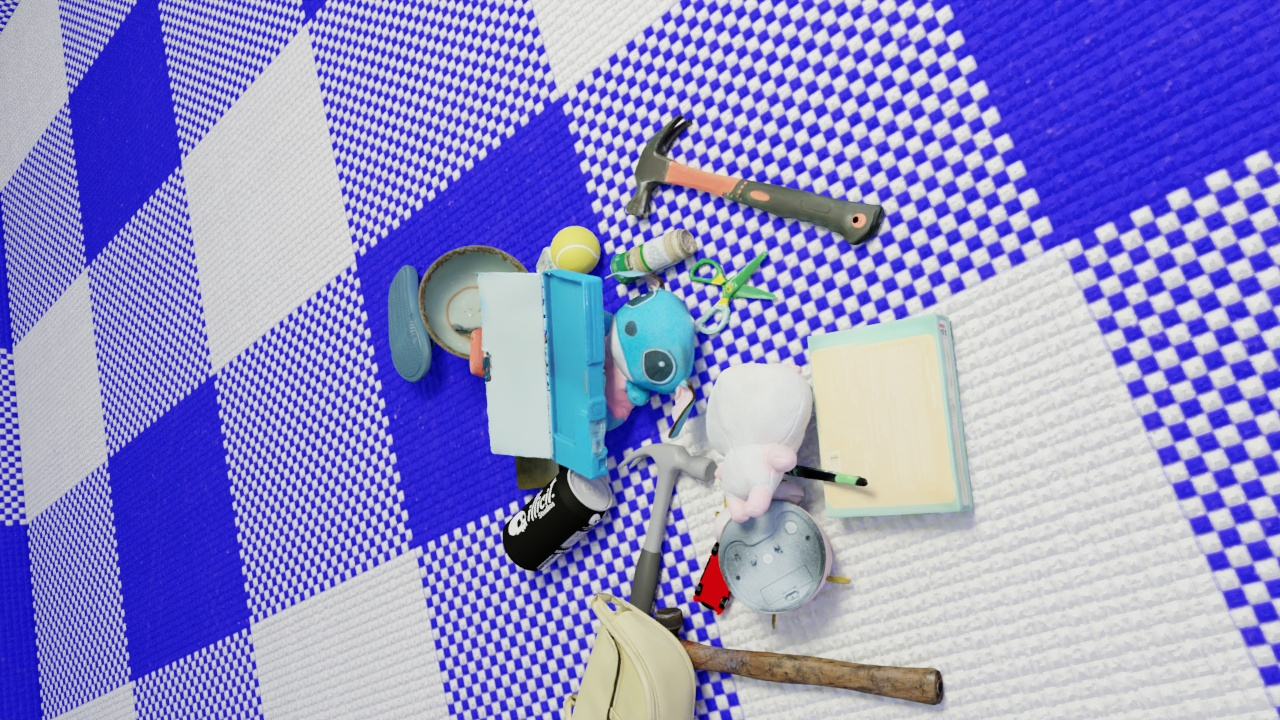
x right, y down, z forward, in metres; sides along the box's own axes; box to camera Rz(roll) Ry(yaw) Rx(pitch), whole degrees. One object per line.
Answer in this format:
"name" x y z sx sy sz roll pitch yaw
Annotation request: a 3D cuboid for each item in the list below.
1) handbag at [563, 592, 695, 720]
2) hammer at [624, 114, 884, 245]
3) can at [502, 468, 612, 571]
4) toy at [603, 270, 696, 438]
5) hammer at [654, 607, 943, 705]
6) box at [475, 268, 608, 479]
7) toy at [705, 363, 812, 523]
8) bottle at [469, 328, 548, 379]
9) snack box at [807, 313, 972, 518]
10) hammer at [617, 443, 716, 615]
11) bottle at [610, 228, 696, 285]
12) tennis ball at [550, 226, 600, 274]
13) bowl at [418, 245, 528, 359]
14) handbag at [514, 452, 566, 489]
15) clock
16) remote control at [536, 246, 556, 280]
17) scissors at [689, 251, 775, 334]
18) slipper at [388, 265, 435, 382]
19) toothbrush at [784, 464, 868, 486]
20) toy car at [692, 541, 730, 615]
"handbag" -0.019 0.404 1.057 0.191 0.088 0.233 34 120 36
"hammer" 0.126 -0.194 1.061 0.333 0.033 0.133 24 100 36
"can" -0.108 0.203 1.177 0.146 0.080 0.080 -44 61 27
"toy" -0.007 0.006 1.106 0.192 0.098 0.224 -37 64 37
"hammer" 0.159 0.339 0.987 0.331 0.033 0.120 -6 92 36
"box" -0.111 0.011 1.123 0.176 0.059 0.244 9 109 31
"toy" 0.122 0.083 0.975 0.139 0.101 0.179 -30 47 52
"bottle" -0.154 -0.009 1.201 0.048 0.134 0.071 171 101 -73
"snack box" 0.249 0.060 0.930 0.142 0.044 0.193 -11 80 38
"hammer" 0.006 0.251 1.117 0.125 0.029 0.311 15 96 38
"bottle" 0.016 -0.128 1.132 0.110 0.042 0.042 -20 74 35
"tennis ball" -0.085 -0.142 1.197 0.065 0.065 0.065 -4 84 38
"bowl" -0.225 -0.070 1.271 0.094 0.159 0.159 136 128 -74
"handbag" -0.139 0.083 1.241 0.084 0.027 0.178 -10 83 30
"clock" 0.140 0.194 0.985 0.117 0.058 0.158 -36 64 16
"remote control" -0.101 -0.091 1.230 0.133 0.022 0.050 60 141 25
"scissors" 0.104 -0.077 1.077 0.127 0.011 0.123 18 98 39
"slipper" -0.346 -0.055 1.403 0.104 0.059 0.213 -50 45 33
"toothbrush" 0.168 0.118 0.971 0.188 0.017 0.014 2 90 58
"toy car" 0.093 0.244 1.049 0.038 0.025 0.090 25 107 19
